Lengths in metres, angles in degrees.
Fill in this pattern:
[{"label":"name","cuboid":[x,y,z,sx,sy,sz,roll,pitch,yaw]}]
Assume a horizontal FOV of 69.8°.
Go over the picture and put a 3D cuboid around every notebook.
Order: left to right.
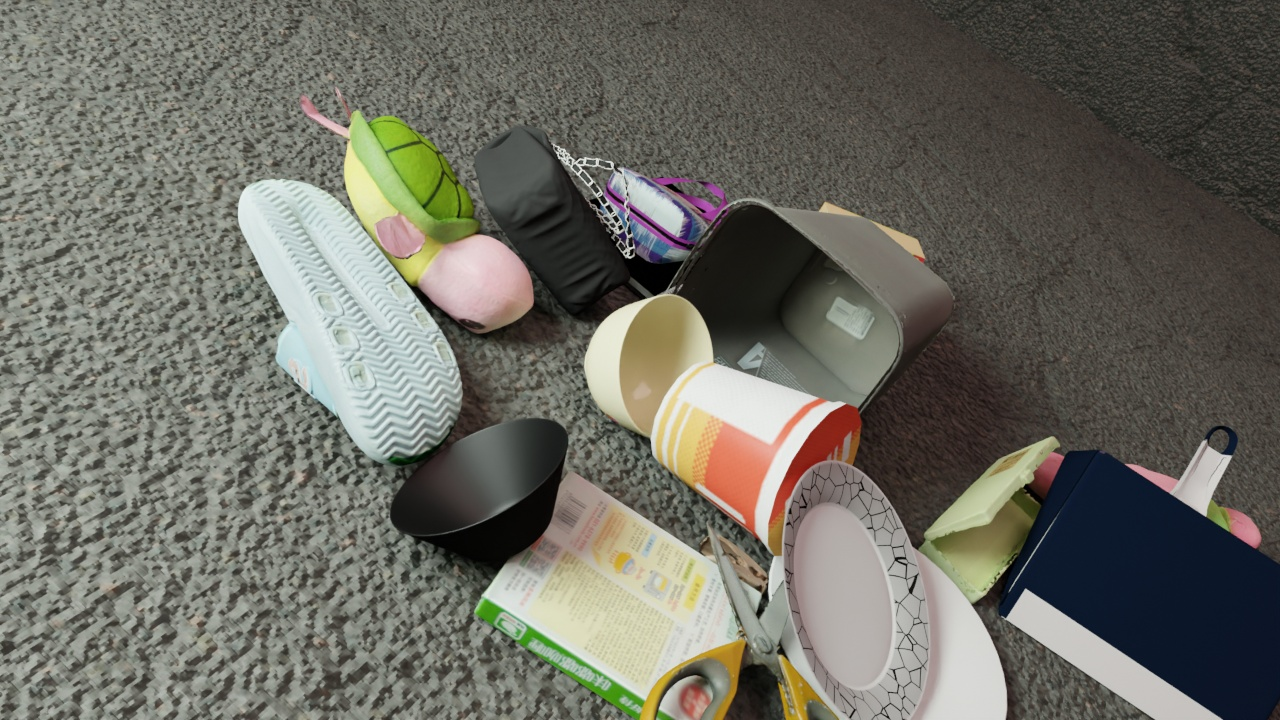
[{"label":"notebook","cuboid":[0.021,-0.135,0.997,0.149,0.016,0.206,41,38,15]}]

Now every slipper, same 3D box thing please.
[{"label":"slipper","cuboid":[-0.215,-0.027,0.660,0.103,0.074,0.245,-14,64,-53]}]

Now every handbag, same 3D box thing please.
[{"label":"handbag","cuboid":[-0.068,-0.140,0.817,0.154,0.115,0.125,49,7,-45]},{"label":"handbag","cuboid":[0.041,-0.164,0.988,0.144,0.068,0.169,39,31,16]}]

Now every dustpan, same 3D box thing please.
[{"label":"dustpan","cuboid":[0.481,0.174,0.829,0.236,0.273,0.080,34,-3,5]}]

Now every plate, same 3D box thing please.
[{"label":"plate","cuboid":[0.151,0.165,0.655,0.188,0.016,0.188,24,55,-40]},{"label":"plate","cuboid":[0.188,0.212,0.704,0.208,0.015,0.208,18,40,-16]}]

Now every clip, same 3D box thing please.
[{"label":"clip","cuboid":[0.067,0.157,0.683,0.062,0.025,0.044,40,37,3]}]

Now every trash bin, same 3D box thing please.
[{"label":"trash bin","cuboid":[0.160,-0.033,0.841,0.197,0.198,0.219,45,33,19]}]

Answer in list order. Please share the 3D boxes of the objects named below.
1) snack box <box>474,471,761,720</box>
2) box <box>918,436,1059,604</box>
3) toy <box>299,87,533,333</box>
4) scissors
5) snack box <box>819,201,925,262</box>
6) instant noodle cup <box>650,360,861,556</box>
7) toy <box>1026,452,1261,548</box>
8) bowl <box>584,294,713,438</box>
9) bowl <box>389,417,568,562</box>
[{"label":"snack box","cuboid":[-0.009,0.164,0.620,0.168,0.027,0.131,33,37,2]},{"label":"box","cuboid":[0.333,0.149,0.844,0.187,0.092,0.083,-24,85,-44]},{"label":"toy","cuboid":[-0.180,-0.121,0.741,0.238,0.087,0.190,52,0,-7]},{"label":"scissors","cuboid":[0.071,0.204,0.596,0.224,0.016,0.225,3,48,-40]},{"label":"snack box","cuboid":[0.249,-0.117,1.070,0.125,0.088,0.040,19,38,-15]},{"label":"instant noodle cup","cuboid":[0.084,0.066,0.710,0.121,0.124,0.123,27,31,32]},{"label":"toy","cuboid":[0.492,0.158,0.918,0.237,0.097,0.191,25,40,10]},{"label":"bowl","cuboid":[-0.005,0.004,0.761,0.074,0.118,0.117,3,16,42]},{"label":"bowl","cuboid":[-0.095,0.094,0.602,0.052,0.124,0.123,68,29,-23]}]
